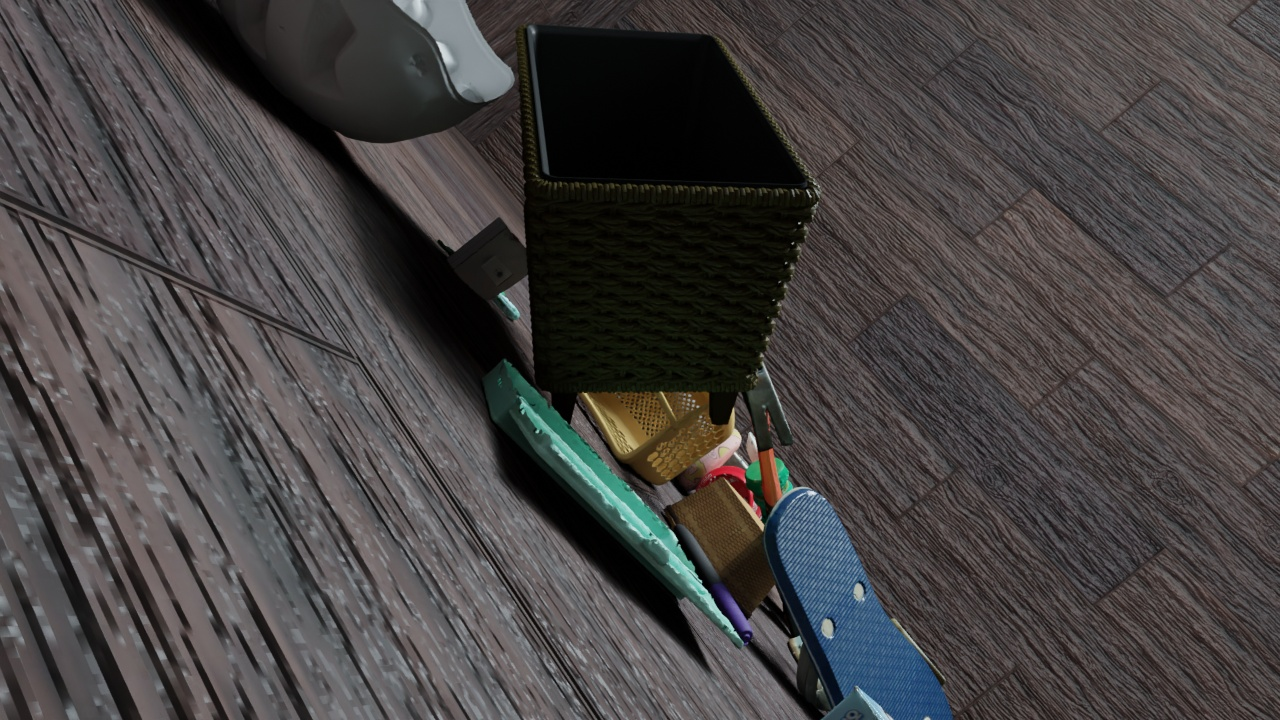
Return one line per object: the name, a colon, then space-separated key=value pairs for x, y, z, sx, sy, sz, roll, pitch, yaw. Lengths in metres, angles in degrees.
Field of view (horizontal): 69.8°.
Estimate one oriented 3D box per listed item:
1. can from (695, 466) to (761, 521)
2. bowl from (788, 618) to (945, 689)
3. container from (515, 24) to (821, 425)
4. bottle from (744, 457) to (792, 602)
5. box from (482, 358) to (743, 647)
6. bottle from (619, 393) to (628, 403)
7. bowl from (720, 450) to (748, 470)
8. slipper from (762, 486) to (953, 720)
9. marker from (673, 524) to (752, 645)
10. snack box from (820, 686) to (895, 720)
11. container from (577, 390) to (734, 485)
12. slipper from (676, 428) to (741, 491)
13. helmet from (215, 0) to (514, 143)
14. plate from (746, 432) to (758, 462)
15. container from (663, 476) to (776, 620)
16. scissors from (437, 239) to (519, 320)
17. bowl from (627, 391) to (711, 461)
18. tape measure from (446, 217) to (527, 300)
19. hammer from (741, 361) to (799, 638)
can: x=0.111 y=0.166 z=1.053 sx=0.074 sy=0.074 sz=0.142 roll=51 pitch=3 yaw=21
bowl: x=0.227 y=0.301 z=0.866 sx=0.160 sy=0.094 sz=0.160 roll=50 pitch=2 yaw=-3
container: x=-0.007 y=-0.109 z=0.715 sx=0.320 sy=0.176 sz=0.205 roll=-103 pitch=-164 yaw=-53
bottle: x=0.162 y=0.197 z=0.977 sx=0.068 sy=0.068 sz=0.210 roll=-125 pitch=-170 yaw=-64
box: x=-0.017 y=0.086 z=0.548 sx=0.186 sy=0.033 sz=0.136 roll=48 pitch=3 yaw=-24
bottle: x=-0.027 y=-0.005 z=1.210 sx=0.161 sy=0.056 sz=0.056 roll=57 pitch=-2 yaw=-32
bowl: x=0.111 y=0.155 z=1.276 sx=0.177 sy=0.071 sz=0.177 roll=50 pitch=2 yaw=-3
slipper: x=0.166 y=0.237 z=0.746 sx=0.060 sy=0.118 sz=0.295 roll=-17 pitch=-74 yaw=45
marker: x=0.053 y=0.169 z=0.706 sx=0.134 sy=0.015 sz=0.018 roll=-127 pitch=-157 yaw=-56
snack box: x=0.181 y=0.292 z=0.630 sx=0.226 sy=0.059 sz=0.059 roll=47 pitch=0 yaw=-43
container: x=-0.005 y=0.005 z=0.867 sx=0.183 sy=0.129 sz=0.167 roll=52 pitch=-6 yaw=38
slipper: x=0.062 y=0.094 z=1.119 sx=0.081 sy=0.093 sz=0.197 roll=48 pitch=1 yaw=-2
helmet: x=-0.214 y=-0.278 z=0.680 sx=0.224 sy=0.183 sz=0.282 roll=55 pitch=-7 yaw=7
plate: x=0.162 y=0.156 z=1.082 sx=0.157 sy=0.014 sz=0.156 roll=60 pitch=7 yaw=-13
container: x=0.075 y=0.153 z=0.776 sx=0.063 sy=0.061 sz=0.114 roll=48 pitch=3 yaw=-32
scissors: x=-0.149 y=-0.074 z=0.851 sx=0.070 sy=0.014 sz=0.130 roll=50 pitch=2 yaw=23
bowl: x=0.024 y=0.045 z=1.005 sx=0.064 sy=0.132 sz=0.131 roll=2 pitch=24 yaw=-20
tape measure: x=-0.129 y=-0.086 z=0.807 sx=0.020 sy=0.060 sz=0.062 roll=52 pitch=0 yaw=38
hammer: x=0.129 y=0.140 z=0.868 sx=0.133 sy=0.033 sz=0.333 roll=-107 pitch=-178 yaw=-59
